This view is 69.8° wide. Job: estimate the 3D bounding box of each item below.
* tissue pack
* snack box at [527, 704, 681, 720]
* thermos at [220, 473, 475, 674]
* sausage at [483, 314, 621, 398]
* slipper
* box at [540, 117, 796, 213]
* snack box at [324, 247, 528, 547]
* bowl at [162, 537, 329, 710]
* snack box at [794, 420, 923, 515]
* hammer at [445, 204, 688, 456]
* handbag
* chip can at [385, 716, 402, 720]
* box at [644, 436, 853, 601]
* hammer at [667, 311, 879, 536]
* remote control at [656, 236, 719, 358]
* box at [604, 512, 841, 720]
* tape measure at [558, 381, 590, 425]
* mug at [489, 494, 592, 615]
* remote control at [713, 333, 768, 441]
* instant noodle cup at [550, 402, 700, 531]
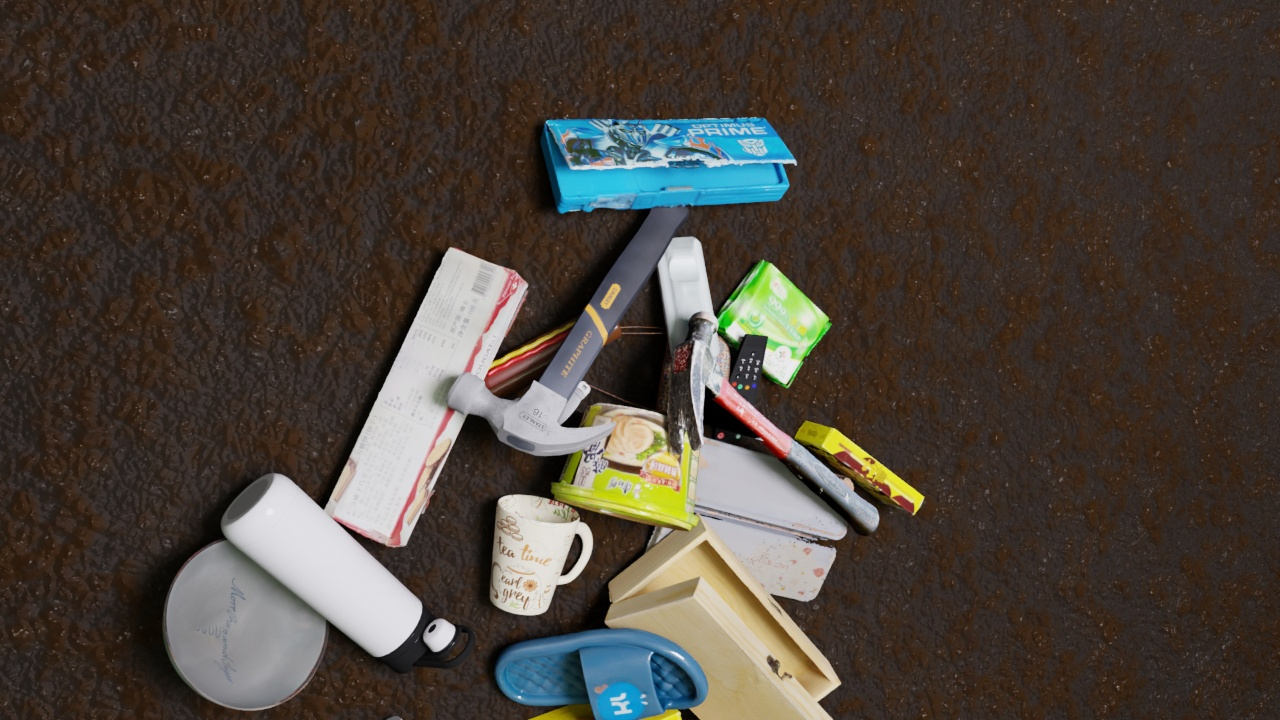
[{"bbox_3d":[0.140,-0.039,0.991,0.114,0.034,0.099,40,79,-20],"label":"tissue pack"},{"bbox_3d":[-0.063,0.382,0.913,0.200,0.092,0.042,-13,98,-19],"label":"snack box"},{"bbox_3d":[-0.254,0.194,0.813,0.230,0.101,0.068,52,40,-26],"label":"thermos"},{"bbox_3d":[-0.090,-0.008,0.893,0.155,0.040,0.040,-28,103,-9],"label":"sausage"},{"bbox_3d":[-0.042,0.309,0.887,0.214,0.059,0.104,-3,118,12],"label":"slipper"},{"bbox_3d":[0.030,-0.204,0.906,0.243,0.066,0.090,-7,68,-20],"label":"box"},{"bbox_3d":[-0.196,0.034,0.850,0.077,0.044,0.272,22,84,17],"label":"snack box"},{"bbox_3d":[-0.351,0.230,0.798,0.150,0.057,0.150,33,46,-43],"label":"bowl"},{"bbox_3d":[0.245,0.120,1.027,0.149,0.061,0.025,36,82,-19],"label":"snack box"},{"bbox_3d":[-0.042,-0.048,0.869,0.139,0.035,0.311,30,62,0],"label":"hammer"},{"bbox_3d":[-0.006,0.006,0.946,0.195,0.043,0.093,9,94,-12],"label":"handbag"},{"bbox_3d":[-0.184,0.437,0.888,0.062,0.062,0.210,-43,107,-13],"label":"chip can"},{"bbox_3d":[0.122,0.175,0.998,0.216,0.063,0.157,17,98,-21],"label":"box"},{"bbox_3d":[0.143,0.096,0.925,0.326,0.036,0.140,40,50,-30],"label":"hammer"},{"bbox_3d":[0.047,-0.063,0.933,0.050,0.022,0.133,-6,74,-10],"label":"remote control"},{"bbox_3d":[0.089,0.302,0.939,0.141,0.148,0.249,-36,107,15],"label":"box"},{"bbox_3d":[-0.081,0.043,0.897,0.065,0.064,0.017,-46,108,-7],"label":"tape measure"},{"bbox_3d":[-0.095,0.192,0.909,0.121,0.081,0.097,5,100,-47],"label":"mug"},{"bbox_3d":[0.107,0.029,0.973,0.039,0.010,0.125,5,113,-20],"label":"remote control"},{"bbox_3d":[-0.007,0.103,0.892,0.146,0.146,0.097,18,77,-21],"label":"instant noodle cup"}]
